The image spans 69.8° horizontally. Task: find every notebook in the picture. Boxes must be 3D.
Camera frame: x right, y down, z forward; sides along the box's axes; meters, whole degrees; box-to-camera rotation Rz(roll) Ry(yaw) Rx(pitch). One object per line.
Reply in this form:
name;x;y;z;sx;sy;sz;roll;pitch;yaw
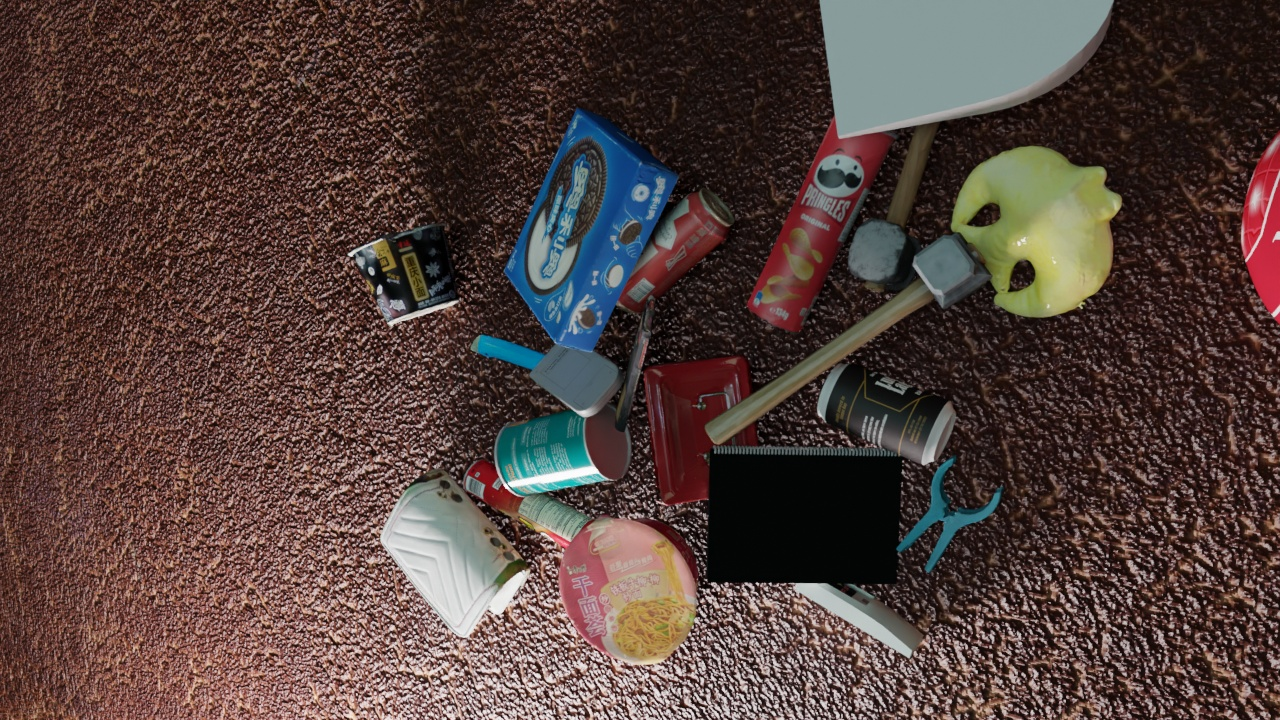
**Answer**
notebook;0.176;0.167;0.992;0.206;0.016;0.149;1;96;-2

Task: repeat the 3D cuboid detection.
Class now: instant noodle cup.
instant noodle cup;-0.004;0.269;1.126;0.179;0.077;0.179;3;99;21
instant noodle cup;-0.316;-0.117;1.266;0.138;0.137;0.112;-17;95;31

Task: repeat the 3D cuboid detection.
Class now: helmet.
helmet;0.585;-0.120;0.681;0.225;0.197;0.271;22;97;27

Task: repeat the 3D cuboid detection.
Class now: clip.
clip;0.338;0.168;0.954;0.121;0.031;0.130;14;101;25

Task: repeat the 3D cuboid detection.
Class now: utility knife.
utility knife;-0.143;0.002;1.233;0.225;0.015;0.031;19;105;32

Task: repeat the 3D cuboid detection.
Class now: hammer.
hammer;0.199;-0.011;0.923;0.324;0.117;0.051;-37;74;21
hammer;0.286;-0.228;0.922;0.052;0.098;0.328;20;98;26

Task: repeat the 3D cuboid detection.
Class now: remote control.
remote control;0.239;0.268;1.005;0.143;0.049;0.024;27;108;26
remote control;-0.078;0.020;1.143;0.074;0.019;0.151;-49;38;-8

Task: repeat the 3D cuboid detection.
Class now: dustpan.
dustpan;0.311;-0.330;0.883;0.258;0.053;0.191;-9;83;23

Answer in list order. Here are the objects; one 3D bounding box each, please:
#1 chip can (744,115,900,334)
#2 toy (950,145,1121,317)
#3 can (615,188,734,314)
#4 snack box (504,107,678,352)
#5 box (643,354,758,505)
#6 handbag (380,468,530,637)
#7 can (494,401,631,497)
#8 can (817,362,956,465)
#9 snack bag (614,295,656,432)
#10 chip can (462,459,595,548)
chip can;0.191;-0.147;0.987;0.073;0.073;0.233;32;110;25
toy;0.383;-0.126;0.877;0.155;0.064;0.170;-36;77;47
can;0.032;-0.127;1.086;0.171;0.067;0.067;-40;74;27
snack box;-0.068;-0.159;1.105;0.239;0.056;0.195;-62;38;19
box;0.067;0.076;1.071;0.147;0.156;0.157;-5;89;-11
handbag;-0.252;0.259;1.268;0.198;0.096;0.142;45;123;17
can;-0.098;0.114;1.166;0.144;0.099;0.099;-15;86;31
can;0.258;0.055;0.963;0.129;0.071;0.072;24;106;27
snack bag;-0.007;0.007;1.095;0.018;0.074;0.155;13;124;-2
chip can;-0.143;0.198;1.228;0.215;0.051;0.052;23;105;28
